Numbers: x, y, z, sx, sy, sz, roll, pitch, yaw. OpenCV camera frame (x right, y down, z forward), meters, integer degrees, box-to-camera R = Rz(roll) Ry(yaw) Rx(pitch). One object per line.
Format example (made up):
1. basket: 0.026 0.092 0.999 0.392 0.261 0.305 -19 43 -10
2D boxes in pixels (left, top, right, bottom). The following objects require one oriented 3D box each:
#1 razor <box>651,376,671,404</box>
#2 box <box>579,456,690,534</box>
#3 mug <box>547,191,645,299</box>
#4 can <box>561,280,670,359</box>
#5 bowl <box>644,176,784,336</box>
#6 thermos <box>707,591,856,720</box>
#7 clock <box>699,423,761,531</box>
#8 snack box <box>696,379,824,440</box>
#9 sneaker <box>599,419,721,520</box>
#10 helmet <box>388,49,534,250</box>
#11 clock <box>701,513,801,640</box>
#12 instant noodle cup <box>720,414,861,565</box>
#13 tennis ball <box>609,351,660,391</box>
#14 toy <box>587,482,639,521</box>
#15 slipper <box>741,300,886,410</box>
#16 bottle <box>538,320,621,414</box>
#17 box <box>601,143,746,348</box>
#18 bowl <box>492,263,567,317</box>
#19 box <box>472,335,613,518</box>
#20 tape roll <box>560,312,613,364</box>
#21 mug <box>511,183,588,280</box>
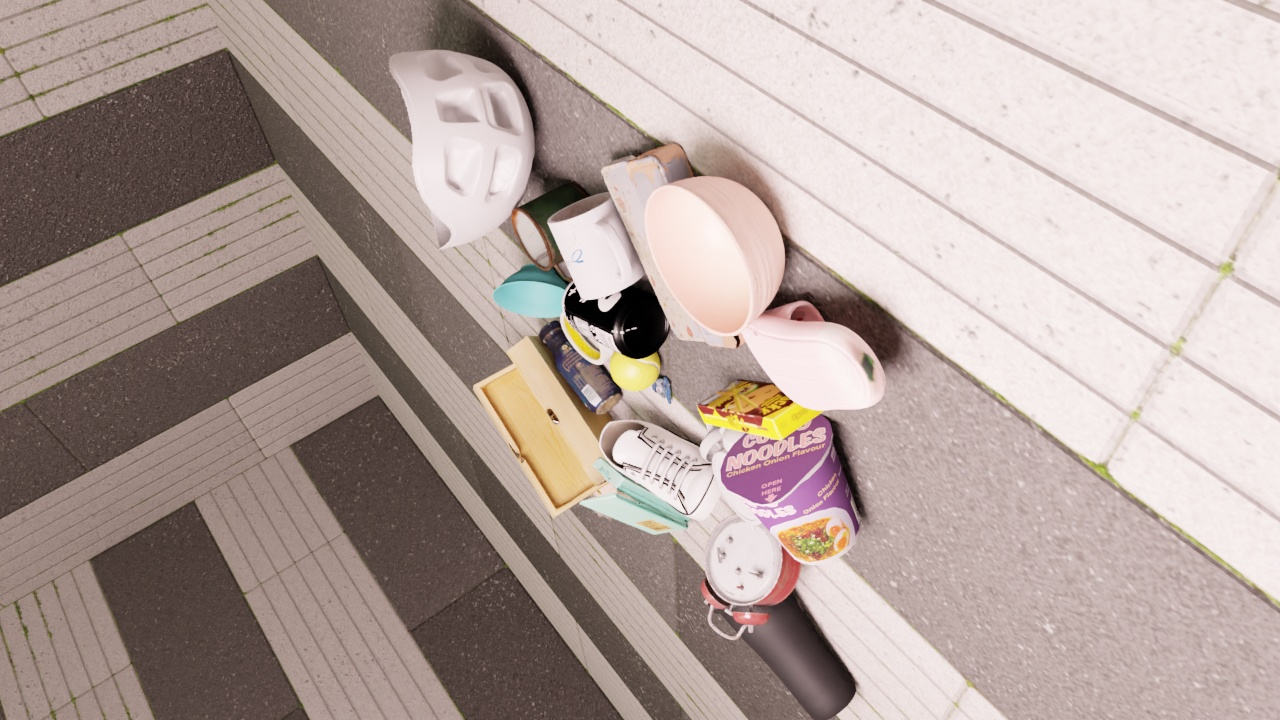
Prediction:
1. razor: -0.006 0.008 1.242 0.141 0.018 0.044 42 154 35
2. box: -0.008 0.218 1.339 0.077 0.080 0.188 35 180 43
3. mug: -0.043 -0.128 1.040 0.120 0.083 0.096 29 145 64
4. can: -0.032 -0.057 1.125 0.146 0.080 0.080 27 143 53
5. bowl: 0.077 -0.104 0.829 0.153 0.076 0.153 46 154 29
6. thermos: 0.187 0.362 1.203 0.218 0.105 0.106 52 159 1
7. clock: 0.124 0.117 1.062 0.159 0.061 0.120 62 159 2
8. snack box: 0.122 0.049 0.960 0.149 0.061 0.025 7 125 63
9. sneaker: 0.018 0.130 1.212 0.097 0.091 0.245 27 -179 -31
10. helmet: -0.234 -0.255 1.139 0.283 0.183 0.224 -32 66 60
11. clock: 0.124 0.261 1.116 0.110 0.157 0.061 24 -178 41
12. instant noodle cup: 0.162 0.141 0.930 0.122 0.122 0.136 57 -154 -24
13. tennis ball: -0.007 0.007 1.178 0.065 0.065 0.065 46 156 27
14. toy: -0.059 0.201 1.552 0.133 0.076 0.176 32 139 48
15. slipper: 0.154 -0.004 0.823 0.107 0.055 0.222 56 170 -13
16. bottle: -0.093 0.008 1.381 0.160 0.056 0.056 51 158 19
17. box: 0.036 -0.115 0.963 0.216 0.043 0.151 64 163 -17
18. bowl: -0.150 -0.107 1.327 0.121 0.121 0.046 121 155 -67
19. box: -0.127 0.094 1.446 0.185 0.141 0.248 -39 80 35
20. tape roll: -0.078 -0.037 1.321 0.094 0.019 0.094 39 153 24
21. mug: -0.095 -0.154 1.127 0.111 0.081 0.085 59 159 -2
